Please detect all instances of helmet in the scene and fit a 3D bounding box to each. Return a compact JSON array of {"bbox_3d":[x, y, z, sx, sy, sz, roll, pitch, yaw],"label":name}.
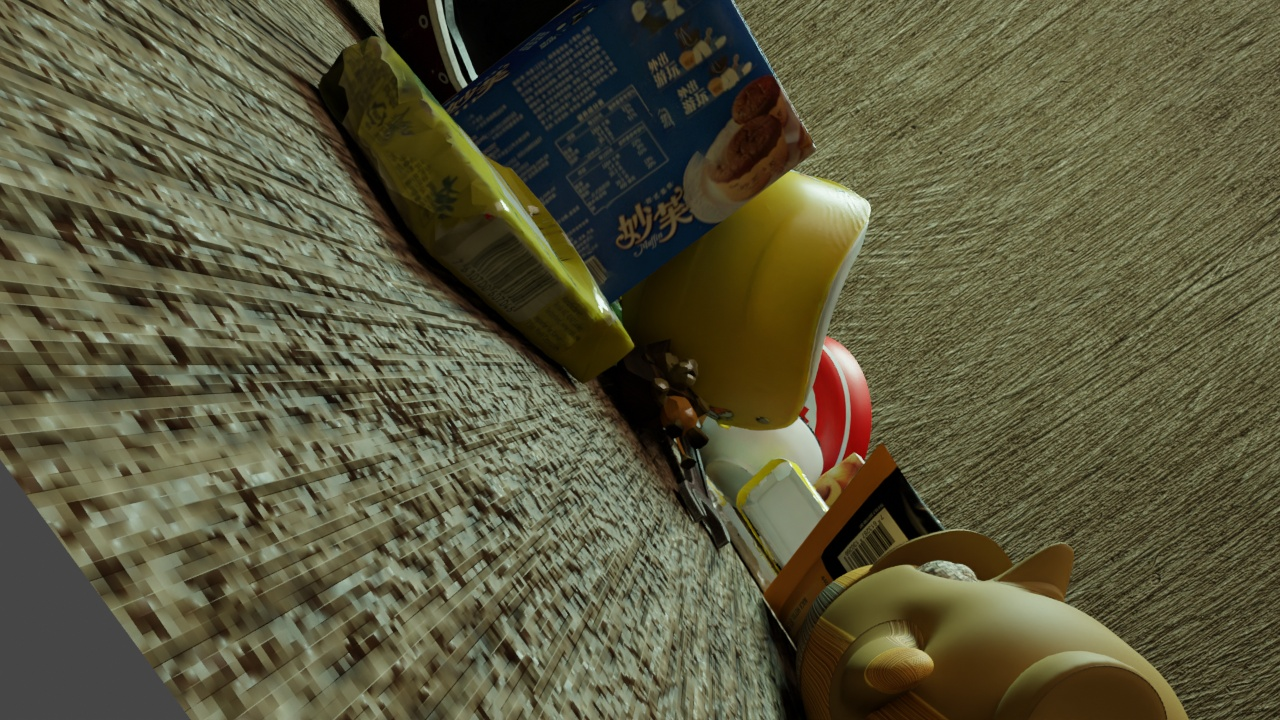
[{"bbox_3d":[0.053,-0.062,0.723,0.139,0.209,0.240,20,-2,-17],"label":"helmet"},{"bbox_3d":[-0.085,-0.286,0.752,0.233,0.254,0.233,-34,119,-68],"label":"helmet"}]

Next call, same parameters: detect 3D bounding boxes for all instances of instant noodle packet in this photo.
[{"bbox_3d":[0.164,0.183,0.529,0.032,0.160,0.220,-7,49,-35],"label":"instant noodle packet"}]

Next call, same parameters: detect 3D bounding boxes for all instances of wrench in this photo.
[{"bbox_3d":[0.036,0.065,0.702,0.070,0.010,0.273,53,8,-15],"label":"wrench"}]

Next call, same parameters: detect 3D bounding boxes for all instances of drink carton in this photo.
[{"bbox_3d":[0.176,0.153,0.890,0.064,0.130,0.040,56,11,22],"label":"drink carton"}]

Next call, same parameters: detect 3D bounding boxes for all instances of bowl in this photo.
[{"bbox_3d":[0.098,0.090,0.812,0.113,0.063,0.114,24,-40,22],"label":"bowl"}]

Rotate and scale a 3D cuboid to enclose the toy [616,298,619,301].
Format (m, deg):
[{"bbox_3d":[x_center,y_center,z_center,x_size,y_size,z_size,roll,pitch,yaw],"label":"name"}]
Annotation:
[{"bbox_3d":[-0.054,-0.098,1.049,0.080,0.036,0.099,42,2,-18],"label":"toy"}]

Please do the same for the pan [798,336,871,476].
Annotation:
[{"bbox_3d":[0.170,0.136,0.974,0.067,0.210,0.355,12,58,-34],"label":"pan"}]

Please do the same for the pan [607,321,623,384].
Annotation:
[{"bbox_3d":[-0.005,0.005,0.832,0.198,0.021,0.356,54,4,1],"label":"pan"}]

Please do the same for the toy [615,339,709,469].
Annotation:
[{"bbox_3d":[0.019,0.029,0.610,0.076,0.063,0.100,27,26,-37],"label":"toy"}]

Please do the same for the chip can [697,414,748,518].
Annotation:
[{"bbox_3d":[0.088,0.067,0.984,0.075,0.075,0.215,50,5,-45],"label":"chip can"}]

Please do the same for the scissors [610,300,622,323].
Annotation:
[{"bbox_3d":[-0.003,-0.030,0.862,0.139,0.028,0.170,51,3,7],"label":"scissors"}]

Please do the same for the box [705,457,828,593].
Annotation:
[{"bbox_3d":[0.130,0.156,0.683,0.209,0.080,0.079,58,3,40],"label":"box"}]

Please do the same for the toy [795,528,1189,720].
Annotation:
[{"bbox_3d":[0.147,0.152,0.410,0.198,0.162,0.203,37,-3,-14],"label":"toy"}]

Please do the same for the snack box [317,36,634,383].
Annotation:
[{"bbox_3d":[-0.071,-0.068,0.449,0.121,0.045,0.181,55,4,24],"label":"snack box"}]

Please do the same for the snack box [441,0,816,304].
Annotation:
[{"bbox_3d":[-0.016,-0.141,0.584,0.155,0.203,0.069,52,4,-27],"label":"snack box"}]

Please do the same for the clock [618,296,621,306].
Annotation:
[{"bbox_3d":[-0.037,-0.101,0.929,0.113,0.052,0.152,45,4,38],"label":"clock"}]
